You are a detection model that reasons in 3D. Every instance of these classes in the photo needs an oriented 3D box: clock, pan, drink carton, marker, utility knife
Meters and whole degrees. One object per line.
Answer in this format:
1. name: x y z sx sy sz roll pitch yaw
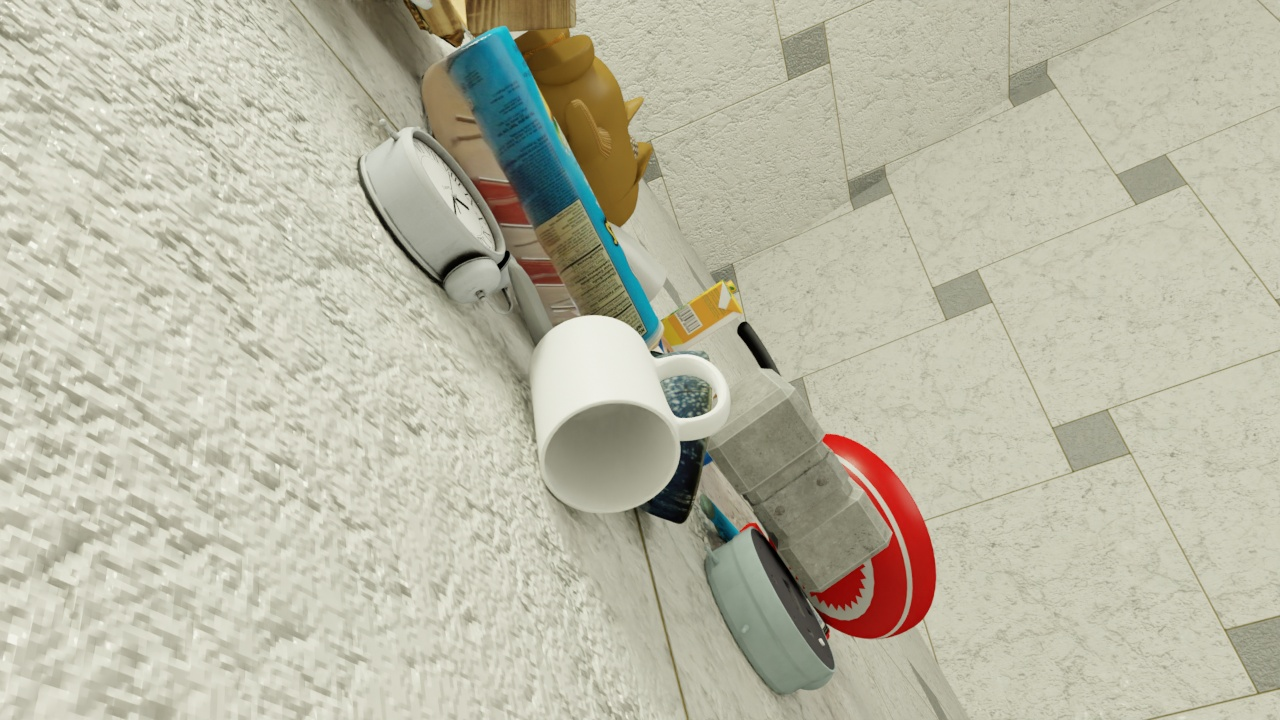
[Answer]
1. clock: -0.111 -0.078 0.530 0.122 0.035 0.094 56 10 -6
2. pan: 0.169 0.116 0.939 0.356 0.067 0.209 62 -30 18
3. drink carton: 0.057 -0.042 1.015 0.041 0.122 0.058 56 9 -4
4. marker: -0.051 -0.002 0.555 0.022 0.016 0.139 26 -34 44
5. marker: 0.145 0.223 0.909 0.145 0.021 0.023 55 17 -13
6. clock: 0.105 0.198 0.711 0.159 0.045 0.122 49 12 -47
7. utility knife: 0.085 0.160 0.826 0.173 0.015 0.031 50 15 -48

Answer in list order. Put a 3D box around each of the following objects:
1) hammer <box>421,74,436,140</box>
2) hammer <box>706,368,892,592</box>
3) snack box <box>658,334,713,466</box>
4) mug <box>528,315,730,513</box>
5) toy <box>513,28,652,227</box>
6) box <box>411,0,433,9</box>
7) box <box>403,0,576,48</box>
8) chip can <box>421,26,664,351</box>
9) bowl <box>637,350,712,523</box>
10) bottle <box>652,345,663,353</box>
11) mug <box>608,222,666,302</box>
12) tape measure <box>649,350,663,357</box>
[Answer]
1. hammer: -0.082 -0.111 0.799 0.300 0.037 0.217 50 11 -41
2. hammer: 0.108 0.073 0.865 0.163 0.083 0.317 54 1 -13
3. snack box: 0.034 0.036 0.917 0.087 0.034 0.151 54 10 -23
4. mug: -0.005 0.025 0.515 0.090 0.110 0.074 -108 -170 -58
5. toy: -0.063 -0.218 0.919 0.198 0.162 0.203 52 -10 52
6. box: -0.188 -0.326 0.589 0.202 0.088 0.095 50 45 -40
7. box: -0.188 -0.412 0.785 0.279 0.215 0.258 -122 -154 -51
8. chip can: -0.067 -0.096 0.608 0.229 0.080 0.079 62 7 -21
9. bowl: 0.006 0.047 0.603 0.114 0.060 0.114 -175 -88 -85
10. bottle: -0.005 0.004 0.762 0.146 0.051 0.051 49 12 -41
11. mug: -0.034 -0.084 0.900 0.089 0.071 0.107 44 42 -25
12. tape measure: 0.007 0.028 0.686 0.042 0.072 0.071 -40 126 -76
